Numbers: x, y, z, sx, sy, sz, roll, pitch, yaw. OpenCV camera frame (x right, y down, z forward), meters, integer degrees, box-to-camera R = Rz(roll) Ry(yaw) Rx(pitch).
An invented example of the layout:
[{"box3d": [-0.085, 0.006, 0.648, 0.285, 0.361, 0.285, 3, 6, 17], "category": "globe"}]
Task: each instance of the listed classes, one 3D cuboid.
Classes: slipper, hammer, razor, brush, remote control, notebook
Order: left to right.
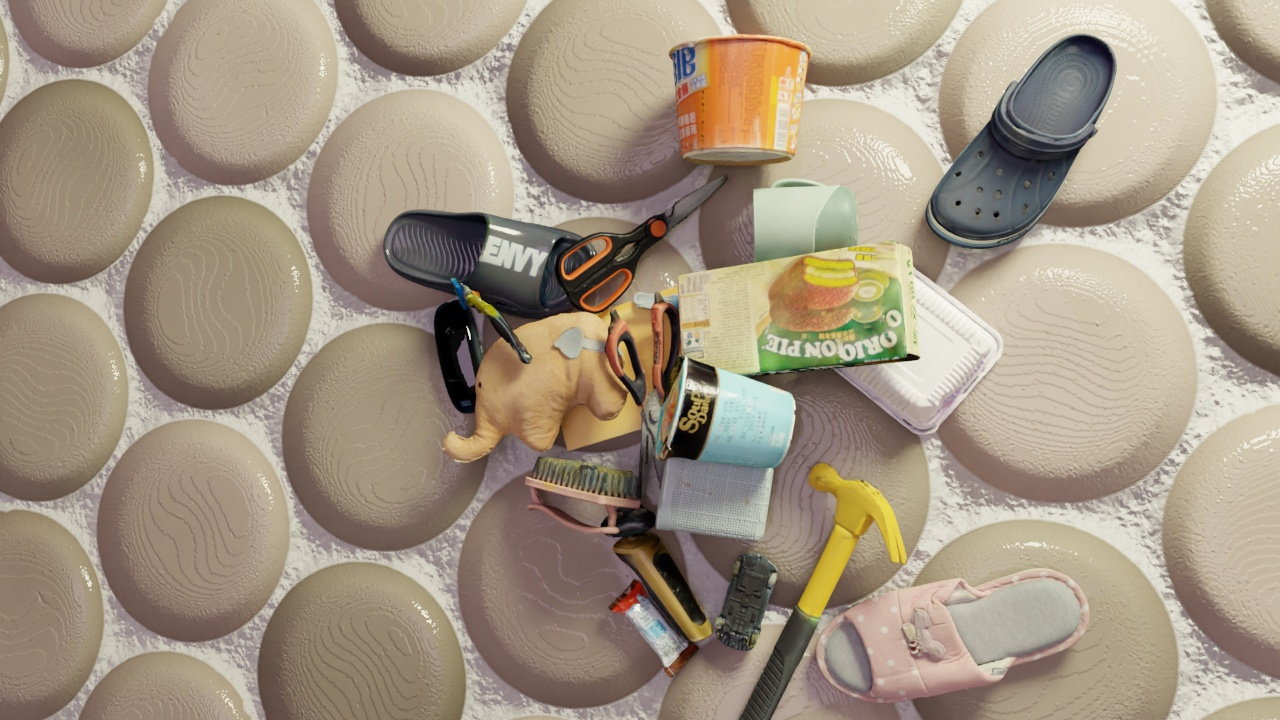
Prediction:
[{"box3d": [-0.213, -0.005, 1.076, 0.053, 0.024, 0.136, -15, 84, 12], "category": "remote control"}, {"box3d": [-0.184, -0.116, 1.048, 0.268, 0.083, 0.110, 12, 91, 13], "category": "slipper"}, {"box3d": [-0.159, -0.042, 1.003, 0.022, 0.043, 0.143, -37, 57, -17], "category": "razor"}, {"box3d": [-0.072, 0.145, 0.998, 0.146, 0.063, 0.073, 4, 83, 43], "category": "brush"}, {"box3d": [-0.006, 0.006, 1.039, 0.206, 0.010, 0.146, -18, 83, 10], "category": "notebook"}, {"box3d": [0.023, 0.230, 0.997, 0.068, 0.062, 0.167, -39, 82, 40], "category": "razor"}, {"box3d": [0.175, 0.264, 0.958, 0.129, 0.032, 0.301, 32, 101, 44], "category": "hammer"}, {"box3d": [0.313, 0.280, 0.930, 0.275, 0.054, 0.114, -17, 84, 12], "category": "slipper"}, {"box3d": [0.396, -0.222, 0.927, 0.105, 0.095, 0.253, 37, 91, 14], "category": "slipper"}]

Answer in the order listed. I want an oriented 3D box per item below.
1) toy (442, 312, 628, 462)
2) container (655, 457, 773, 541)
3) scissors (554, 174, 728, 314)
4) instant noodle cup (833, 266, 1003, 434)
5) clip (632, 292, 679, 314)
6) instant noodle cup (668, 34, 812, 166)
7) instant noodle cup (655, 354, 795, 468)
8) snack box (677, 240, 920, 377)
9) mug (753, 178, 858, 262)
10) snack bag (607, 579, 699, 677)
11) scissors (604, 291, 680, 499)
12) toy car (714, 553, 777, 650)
[{"box3d": [-0.123, 0.030, 1.016, 0.226, 0.082, 0.143, -26, 68, 13], "category": "toy"}, {"box3d": [0.081, 0.141, 0.974, 0.111, 0.090, 0.090, 9, 89, 9], "category": "container"}, {"box3d": [0.014, -0.130, 1.030, 0.234, 0.022, 0.125, -19, 112, -13], "category": "scissors"}, {"box3d": [0.275, -0.022, 0.956, 0.173, 0.060, 0.138, 40, 95, 10], "category": "instant noodle cup"}, {"box3d": [0.020, -0.063, 1.026, 0.057, 0.028, 0.024, 8, 88, 5], "category": "clip"}, {"box3d": [0.103, -0.269, 0.969, 0.151, 0.151, 0.111, 2, 95, 12], "category": "instant noodle cup"}, {"box3d": [0.086, 0.059, 0.913, 0.120, 0.111, 0.111, 13, 89, -6], "category": "instant noodle cup"}, {"box3d": [0.156, -0.045, 0.933, 0.241, 0.063, 0.114, -7, 84, 31], "category": "snack box"}, {"box3d": [0.174, -0.153, 0.979, 0.106, 0.082, 0.111, -2, 51, 8], "category": "mug"}, {"box3d": [0.014, 0.293, 1.007, 0.048, 0.026, 0.104, -42, 80, -17], "category": "snack bag"}, {"box3d": [0.005, 0.037, 0.988, 0.015, 0.214, 0.196, 5, 56, 45], "category": "scissors"}, {"box3d": [0.114, 0.258, 0.986, 0.049, 0.031, 0.105, 17, 92, 12], "category": "toy car"}]
